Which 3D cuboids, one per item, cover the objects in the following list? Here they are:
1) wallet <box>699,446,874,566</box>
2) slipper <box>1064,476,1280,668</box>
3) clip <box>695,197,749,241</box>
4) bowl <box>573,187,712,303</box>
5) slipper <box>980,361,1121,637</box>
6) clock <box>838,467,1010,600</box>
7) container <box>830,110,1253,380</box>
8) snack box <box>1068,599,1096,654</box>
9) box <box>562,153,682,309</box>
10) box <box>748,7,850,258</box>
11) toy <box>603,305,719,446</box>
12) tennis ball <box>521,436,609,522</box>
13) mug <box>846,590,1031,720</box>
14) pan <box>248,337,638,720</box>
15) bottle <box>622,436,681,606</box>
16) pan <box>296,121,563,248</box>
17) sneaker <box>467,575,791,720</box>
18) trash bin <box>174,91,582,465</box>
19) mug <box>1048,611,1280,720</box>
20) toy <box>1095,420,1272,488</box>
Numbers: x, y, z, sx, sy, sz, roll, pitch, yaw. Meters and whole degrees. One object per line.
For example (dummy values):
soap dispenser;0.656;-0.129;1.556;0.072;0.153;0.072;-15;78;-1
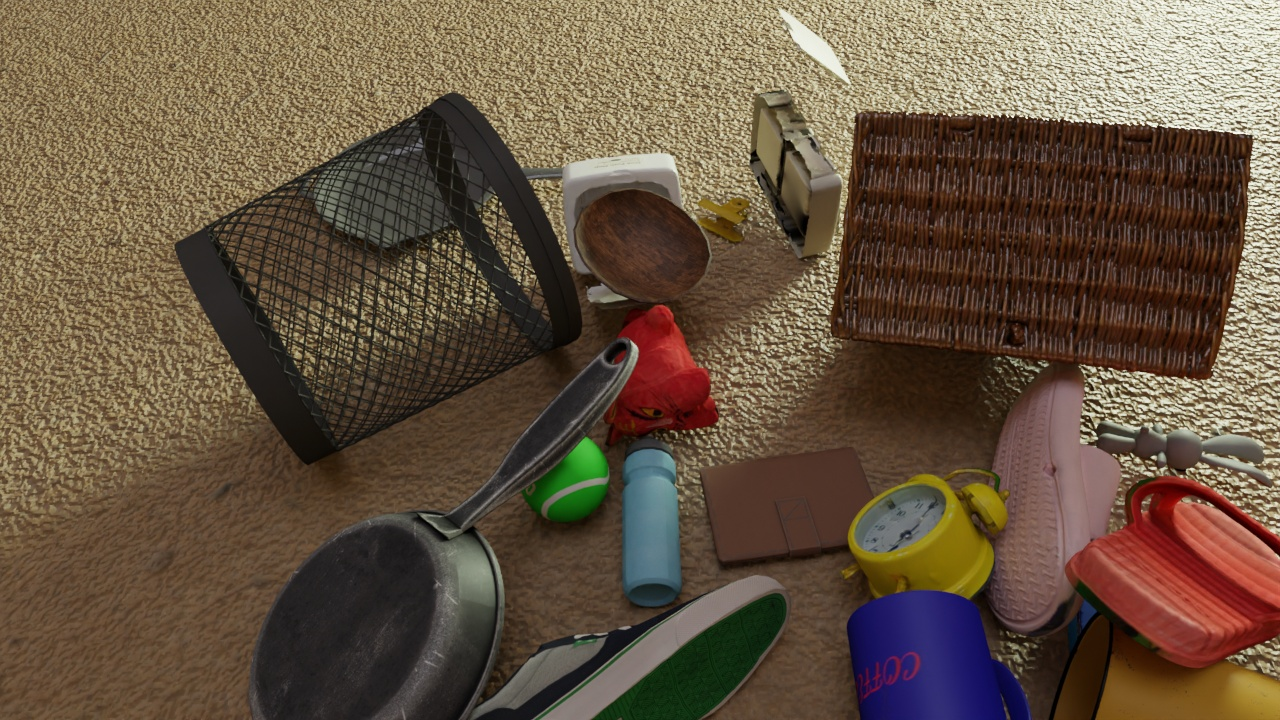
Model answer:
wallet;0.108;0.104;0.665;0.121;0.013;0.087;-7;45;-3
slipper;0.320;0.108;0.514;0.248;0.059;0.103;0;34;-48
clip;0.084;-0.142;0.880;0.054;0.044;0.049;32;83;31
bowl;0.000;-0.088;0.745;0.114;0.026;0.101;43;64;15
slipper;0.272;0.087;0.613;0.056;0.107;0.220;24;46;2
clock;0.189;0.113;0.596;0.118;0.057;0.083;-40;18;-19
container;0.280;-0.087;0.692;0.250;0.162;0.183;7;5;12
snack box;0.310;0.183;0.565;0.082;0.027;0.149;7;49;11
box;-0.013;-0.103;0.797;0.109;0.121;0.136;-5;26;1
box;0.159;-0.205;0.821;0.070;0.187;0.143;-14;55;-9
toy;-0.004;0.004;0.725;0.094;0.088;0.132;-25;47;-1
tennis ball;-0.055;0.084;0.663;0.065;0.065;0.065;-3;48;3
mug;0.181;0.195;0.541;0.111;0.079;0.083;17;45;-18
pan;-0.119;0.112;0.598;0.187;0.055;0.356;24;71;42
bottle;0.007;0.108;0.653;0.040;0.040;0.129;-3;48;2
pan;-0.175;-0.182;0.942;0.355;0.024;0.216;-1;48;5
sneaker;-0.017;0.190;0.558;0.235;0.084;0.079;-28;39;-18
trash bin;-0.199;-0.058;0.711;0.227;0.218;0.217;-30;52;-15
mug;0.278;0.192;0.485;0.094;0.101;0.123;19;21;18
toy;0.391;0.064;0.664;0.112;0.030;0.049;9;35;20
